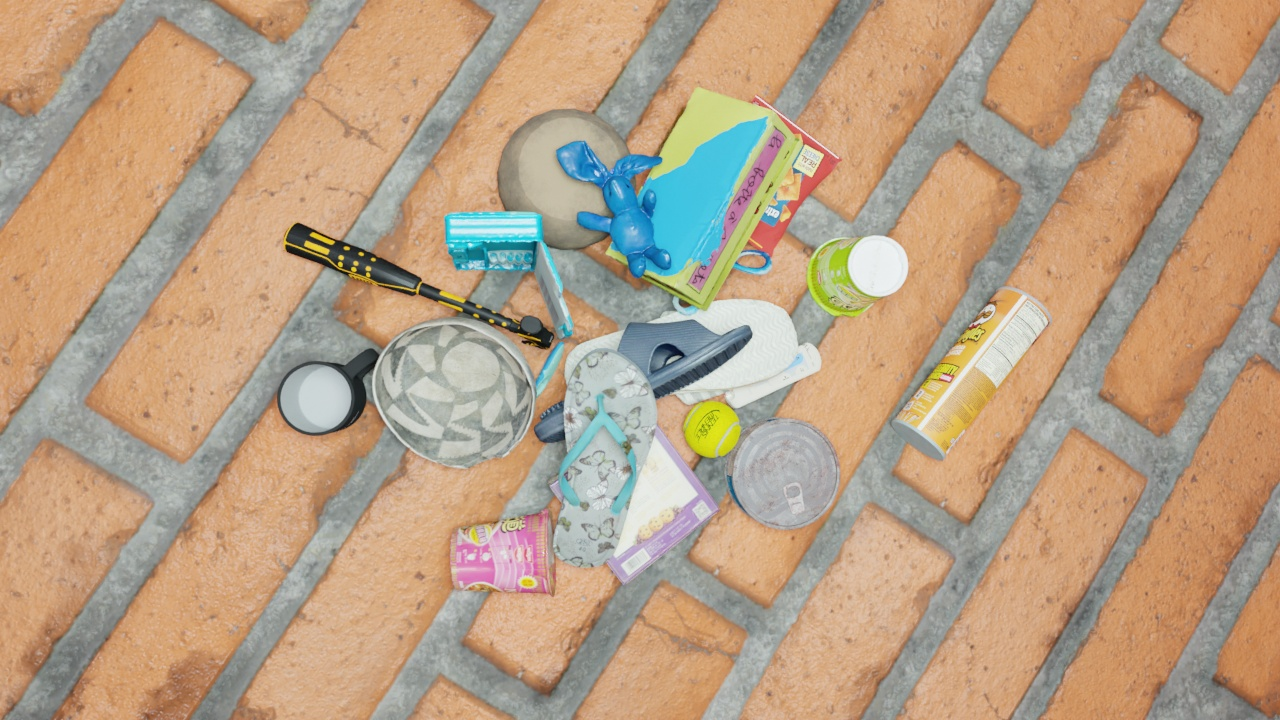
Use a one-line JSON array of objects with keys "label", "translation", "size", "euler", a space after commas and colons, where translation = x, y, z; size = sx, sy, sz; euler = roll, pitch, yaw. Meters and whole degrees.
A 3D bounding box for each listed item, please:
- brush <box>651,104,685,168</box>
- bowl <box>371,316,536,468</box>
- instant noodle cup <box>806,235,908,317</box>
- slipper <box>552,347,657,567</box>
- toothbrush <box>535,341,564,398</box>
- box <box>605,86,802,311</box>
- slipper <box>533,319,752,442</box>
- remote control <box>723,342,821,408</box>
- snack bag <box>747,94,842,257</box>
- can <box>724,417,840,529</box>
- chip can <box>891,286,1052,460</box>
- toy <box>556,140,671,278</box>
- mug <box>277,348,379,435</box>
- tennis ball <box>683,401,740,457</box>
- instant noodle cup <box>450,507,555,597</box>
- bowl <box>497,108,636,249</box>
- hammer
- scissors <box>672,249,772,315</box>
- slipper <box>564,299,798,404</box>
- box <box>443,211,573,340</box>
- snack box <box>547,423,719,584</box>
[{"label": "brush", "translation": [0.037, -0.238, 1.093], "size": [0.048, 0.017, 0.126], "euler": [31, 85, -6]}, {"label": "bowl", "translation": [-0.197, 0.022, 1.014], "size": [0.178, 0.081, 0.179], "euler": [2, 118, 3]}, {"label": "instant noodle cup", "translation": [0.259, -0.105, 1.077], "size": [0.099, 0.108, 0.099], "euler": [0, 88, -8]}, {"label": "slipper", "translation": [-0.038, 0.118, 0.967], "size": [0.098, 0.054, 0.269], "euler": [5, 116, -7]}, {"label": "toothbrush", "translation": [-0.123, 0.037, 1.065], "size": [0.017, 0.022, 0.135], "euler": [31, 85, 26]}, {"label": "box", "translation": [0.069, -0.180, 1.029], "size": [0.124, 0.082, 0.221], "euler": [28, 93, 36]}, {"label": "slipper", "translation": [-0.006, 0.006, 1.008], "size": [0.264, 0.101, 0.082], "euler": [-26, 77, 9]}, {"label": "remote control", "translation": [0.158, 0.018, 1.106], "size": [0.125, 0.018, 0.038], "euler": [-24, 92, -6]}, {"label": "snack bag", "translation": [0.146, -0.219, 1.096], "size": [0.131, 0.039, 0.144], "euler": [36, 95, -4]}, {"label": "can", "translation": [0.168, 0.133, 1.091], "size": [0.130, 0.044, 0.130], "euler": [0, 89, -8]}, {"label": "chip can", "translation": [0.400, 0.015, 1.110], "size": [0.075, 0.075, 0.215], "euler": [41, 84, -5]}, {"label": "toy", "translation": [-0.010, -0.164, 0.984], "size": [0.112, 0.071, 0.176], "euler": [-21, 72, -6]}, {"label": "mug", "translation": [-0.331, 0.029, 1.001], "size": [0.113, 0.088, 0.078], "euler": [-42, 94, -7]}, {"label": "tennis ball", "translation": [0.083, 0.080, 1.070], "size": [0.065, 0.065, 0.065], "euler": [0, 89, -8]}, {"label": "instant noodle cup", "translation": [-0.153, 0.219, 1.025], "size": [0.108, 0.098, 0.097], "euler": [-4, 89, -1]}, {"label": "bowl", "translation": [-0.082, -0.211, 1.049], "size": [0.162, 0.070, 0.162], "euler": [0, 89, -8]}, {"label": "hammer", "translation": [-0.245, -0.080, 1.019], "size": [0.320, 0.123, 0.036], "euler": [22, 81, 3]}, {"label": "scissors", "translation": [0.087, -0.108, 1.072], "size": [0.140, 0.011, 0.133], "euler": [3, 58, 14]}, {"label": "slipper", "translation": [0.047, -0.004, 1.074], "size": [0.272, 0.054, 0.114], "euler": [-11, 89, 0]}, {"label": "box", "translation": [-0.123, -0.099, 0.962], "size": [0.169, 0.227, 0.086], "euler": [33, 84, -6]}, {"label": "snack box", "translation": [-0.008, 0.158, 1.068], "size": [0.143, 0.040, 0.148], "euler": [-36, 94, -7]}]
